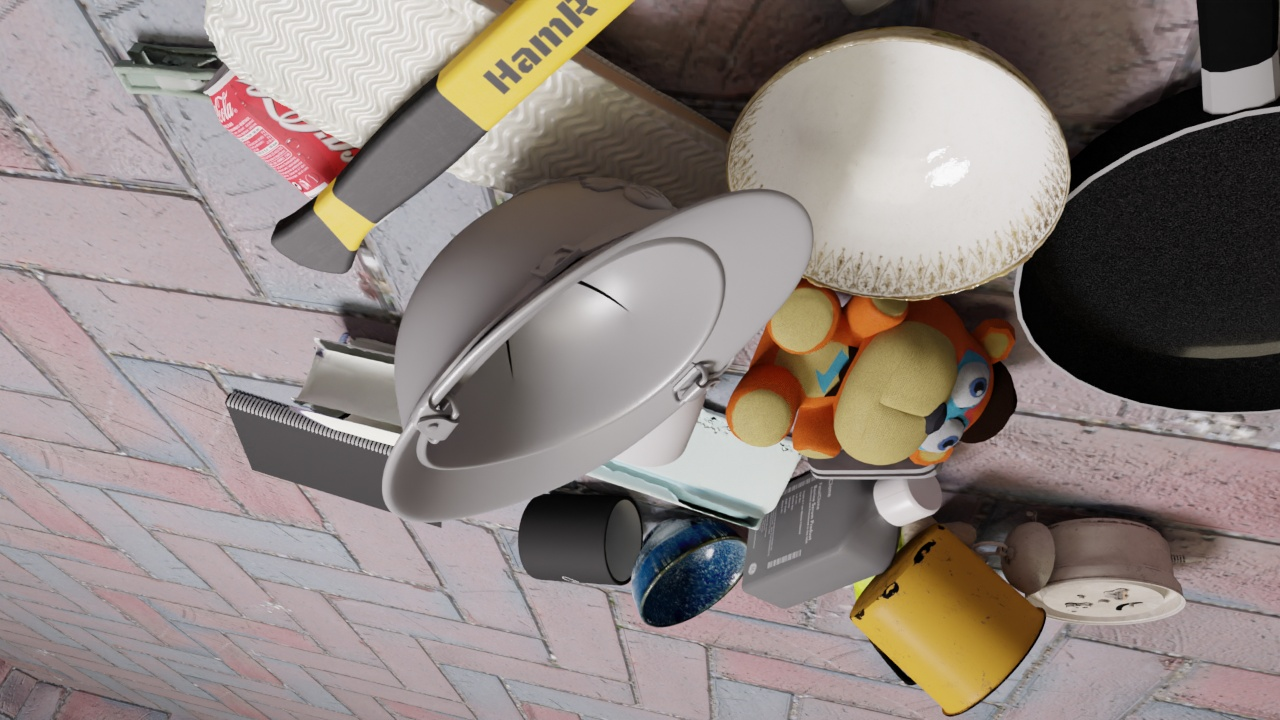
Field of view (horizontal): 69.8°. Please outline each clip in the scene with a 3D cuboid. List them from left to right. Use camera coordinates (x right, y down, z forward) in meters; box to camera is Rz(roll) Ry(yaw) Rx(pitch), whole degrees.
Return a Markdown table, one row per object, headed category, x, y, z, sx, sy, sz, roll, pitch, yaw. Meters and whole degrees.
| category | x | y | z | sx | sy | sz | roll | pitch | yaw |
| --- | --- | --- | --- | --- | --- | --- | --- | --- | --- |
| clip | -0.252 | -0.160 | 0.510 | 0.076 | 0.042 | 0.023 | 9 | 146 | 13 |

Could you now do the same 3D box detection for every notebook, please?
| category | x | y | z | sx | sy | sz | roll | pitch | yaw |
| --- | --- | --- | --- | --- | --- | --- | --- | --- | --- |
| notebook | -0.292 | 0.101 | 0.900 | 0.206 | 0.016 | 0.149 | 17 | 146 | -1 |

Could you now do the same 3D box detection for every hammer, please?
| category | x | y | z | sx | sy | sz | roll | pitch | yaw |
| --- | --- | --- | --- | --- | --- | --- | --- | --- | --- |
| hammer | -0.058 | -0.131 | 0.390 | 0.325 | 0.034 | 0.170 | -32 | 129 | 29 |

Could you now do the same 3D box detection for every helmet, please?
| category | x | y | z | sx | sy | sz | roll | pitch | yaw |
| --- | --- | --- | --- | --- | --- | --- | --- | --- | --- |
| helmet | -0.046 | -0.029 | 0.454 | 0.183 | 0.117 | 0.272 | -6 | 149 | -43 |

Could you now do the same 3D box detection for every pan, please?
| category | x | y | z | sx | sy | sz | roll | pitch | yaw |
| --- | --- | --- | --- | --- | --- | --- | --- | --- | --- |
| pan | 0.249 | -0.093 | 0.379 | 0.205 | 0.044 | 0.356 | -8 | 138 | 31 |

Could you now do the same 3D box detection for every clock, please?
| category | x | y | z | sx | sy | sz | roll | pitch | yaw |
| --- | --- | --- | --- | --- | --- | --- | --- | --- | --- |
| clock | 0.316 | 0.146 | 0.671 | 0.157 | 0.061 | 0.104 | 14 | 149 | -9 |

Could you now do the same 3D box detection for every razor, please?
| category | x | y | z | sx | sy | sz | roll | pitch | yaw |
| --- | --- | --- | --- | --- | --- | --- | --- | --- | --- |
| razor | 0.143 | 0.028 | 0.599 | 0.088 | 0.047 | 0.116 | -4 | 133 | 27 |

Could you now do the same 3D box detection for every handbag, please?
| category | x | y | z | sx | sy | sz | roll | pitch | yaw |
| --- | --- | --- | --- | --- | --- | --- | --- | --- | --- |
| handbag | -0.173 | 0.038 | 0.733 | 0.151 | 0.074 | 0.176 | 13 | 164 | 7 |

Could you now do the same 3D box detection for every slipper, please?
| category | x | y | z | sx | sy | sz | roll | pitch | yaw |
| --- | --- | --- | --- | --- | --- | --- | --- | --- | --- |
| slipper | -0.066 | -0.129 | 0.451 | 0.272 | 0.053 | 0.115 | 20 | 142 | -20 |

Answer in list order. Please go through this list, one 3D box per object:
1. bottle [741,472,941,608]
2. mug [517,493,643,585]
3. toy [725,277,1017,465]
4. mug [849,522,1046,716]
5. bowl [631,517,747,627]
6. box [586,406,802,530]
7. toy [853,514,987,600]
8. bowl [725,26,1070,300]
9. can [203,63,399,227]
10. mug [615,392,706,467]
| category | x | y | z | sx | sy | sz | roll | pitch | yaw |
| --- | --- | --- | --- | --- | --- | --- | --- | --- | --- |
| bottle | 0.148 | 0.122 | 0.685 | 0.046 | 0.083 | 0.174 | 27 | 143 | -19 |
| mug | -0.046 | 0.164 | 0.841 | 0.088 | 0.078 | 0.113 | -3 | 167 | 25 |
| toy | 0.134 | 0.007 | 0.516 | 0.175 | 0.096 | 0.112 | 3 | 118 | -30 |
| mug | 0.208 | 0.187 | 0.659 | 0.094 | 0.100 | 0.124 | 43 | 132 | 12 |
| bowl | 0.035 | 0.177 | 0.815 | 0.114 | 0.060 | 0.115 | -23 | 140 | -21 |
| box | 0.012 | 0.070 | 0.710 | 0.197 | 0.074 | 0.126 | 19 | 126 | -9 |
| toy | 0.215 | 0.163 | 0.728 | 0.118 | 0.043 | 0.092 | -26 | 84 | 35 |
| bowl | 0.115 | -0.098 | 0.412 | 0.145 | 0.063 | 0.145 | 12 | 146 | 8 |
| can | -0.173 | -0.124 | 0.493 | 0.064 | 0.064 | 0.105 | -16 | 134 | 38 |
| mug | -0.004 | 0.004 | 0.609 | 0.107 | 0.071 | 0.090 | 37 | 132 | 21 |
